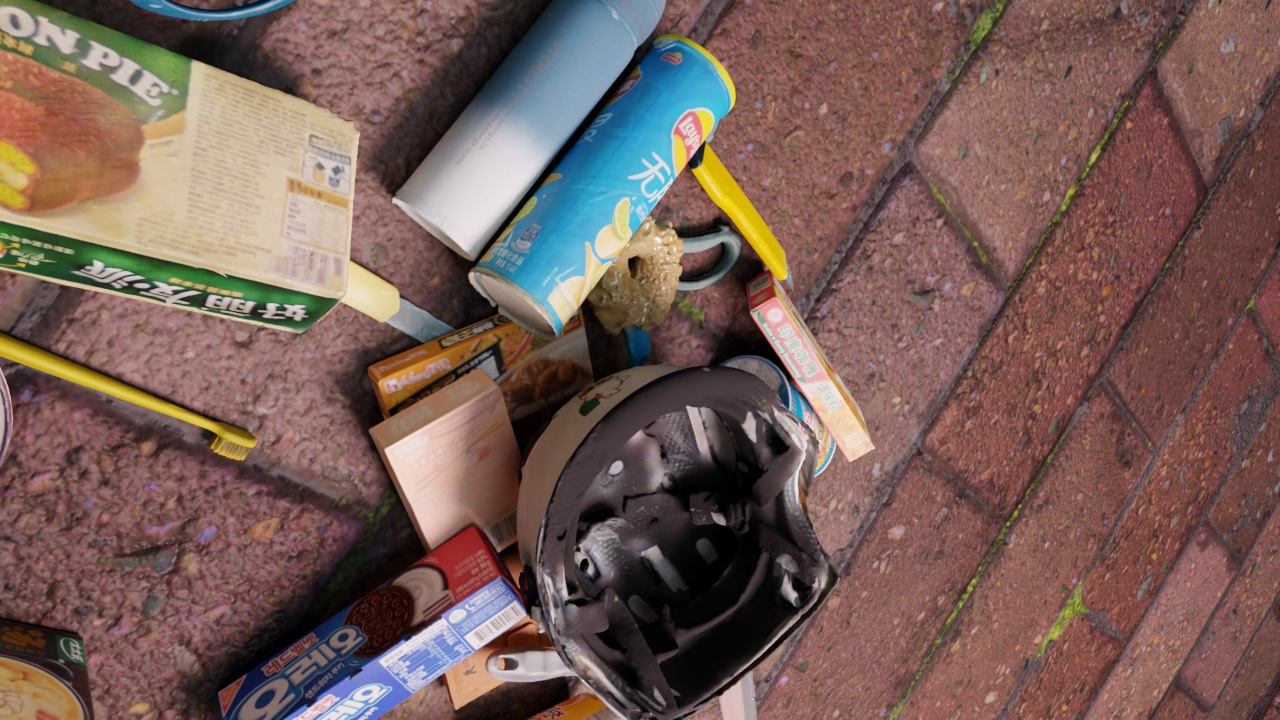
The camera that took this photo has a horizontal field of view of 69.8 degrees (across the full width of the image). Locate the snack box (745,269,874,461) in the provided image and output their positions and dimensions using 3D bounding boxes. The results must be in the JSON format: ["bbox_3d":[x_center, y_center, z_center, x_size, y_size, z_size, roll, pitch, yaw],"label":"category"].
[{"bbox_3d":[0.139,0.003,0.759,0.027,0.077,0.156,-31,106,15],"label":"snack box"}]

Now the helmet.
[{"bbox_3d":[0.008,0.114,0.664,0.229,0.157,0.274,-35,119,-18],"label":"helmet"}]

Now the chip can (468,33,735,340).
[{"bbox_3d":[-0.023,-0.116,0.605,0.210,0.071,0.071,-54,128,-16],"label":"chip can"}]

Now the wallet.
[{"bbox_3d":[-0.101,0.202,0.726,0.131,0.031,0.108,-19,116,-27],"label":"wallet"}]

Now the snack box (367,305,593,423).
[{"bbox_3d":[-0.108,0.011,0.647,0.153,0.026,0.075,-25,124,-24],"label":"snack box"}]

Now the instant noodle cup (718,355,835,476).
[{"bbox_3d":[0.112,0.057,0.785,0.109,0.099,0.099,26,92,-46],"label":"instant noodle cup"}]

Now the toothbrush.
[{"bbox_3d":[-0.308,0.016,0.519,0.190,0.016,0.016,33,94,-38],"label":"toothbrush"}]

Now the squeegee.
[{"bbox_3d":[-0.017,0.244,0.746,0.249,0.040,0.247,10,66,-32],"label":"squeegee"}]

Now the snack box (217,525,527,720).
[{"bbox_3d":[-0.180,0.201,0.626,0.207,0.058,0.057,-33,134,-9],"label":"snack box"}]

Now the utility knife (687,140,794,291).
[{"bbox_3d":[0.079,-0.111,0.716,0.170,0.015,0.033,46,44,-37],"label":"utility knife"}]

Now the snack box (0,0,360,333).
[{"bbox_3d":[-0.263,-0.097,0.445,0.239,0.063,0.114,13,63,-38],"label":"snack box"}]

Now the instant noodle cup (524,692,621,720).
[{"bbox_3d":[-0.064,0.346,0.746,0.109,0.138,0.138,-21,118,-38],"label":"instant noodle cup"}]

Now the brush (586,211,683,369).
[{"bbox_3d":[-0.004,0.004,0.708,0.083,0.046,0.255,-22,128,-27],"label":"brush"}]

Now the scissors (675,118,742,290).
[{"bbox_3d":[0.025,-0.109,0.704,0.170,0.019,0.181,-52,129,-10],"label":"scissors"}]

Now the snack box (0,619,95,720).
[{"bbox_3d":[-0.349,0.189,0.494,0.125,0.113,0.053,29,89,-39],"label":"snack box"}]

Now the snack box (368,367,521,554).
[{"bbox_3d":[-0.123,0.084,0.640,0.084,0.026,0.157,-30,138,-21],"label":"snack box"}]

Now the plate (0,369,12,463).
[{"bbox_3d":[-0.401,0.017,0.417,0.192,0.039,0.193,-17,134,-19],"label":"plate"}]

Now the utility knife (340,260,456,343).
[{"bbox_3d":[-0.189,-0.049,0.575,0.212,0.022,0.031,32,91,-37],"label":"utility knife"}]

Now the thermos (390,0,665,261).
[{"bbox_3d":[-0.066,-0.168,0.586,0.070,0.070,0.220,41,83,-38],"label":"thermos"}]

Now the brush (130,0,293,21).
[{"bbox_3d":[-0.202,-0.223,0.478,0.143,0.055,0.073,-40,125,-17],"label":"brush"}]
